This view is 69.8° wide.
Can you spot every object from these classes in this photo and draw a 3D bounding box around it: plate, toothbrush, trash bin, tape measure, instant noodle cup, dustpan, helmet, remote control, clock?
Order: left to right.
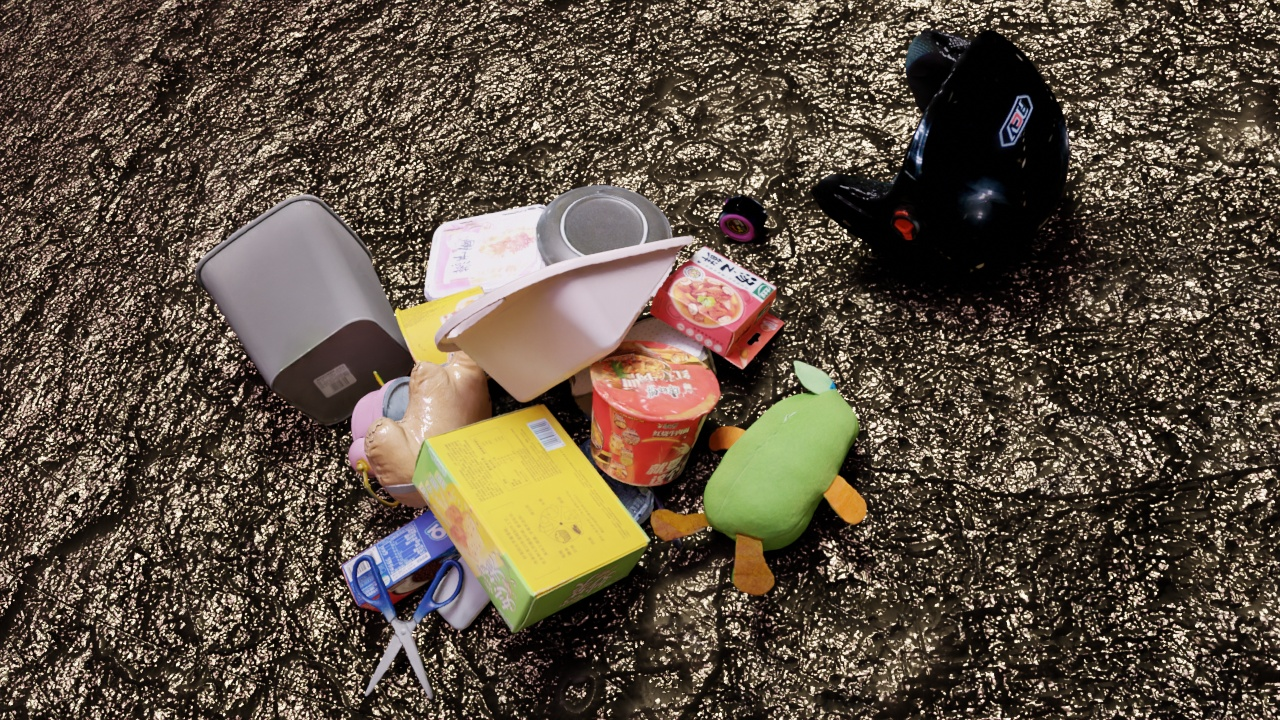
[{"bbox_3d":[-0.427,-0.055,1.202,0.198,0.199,0.219,-35,61,-2],"label":"trash bin"},{"bbox_3d":[-0.293,0.098,1.096,0.060,0.117,0.158,-16,52,22],"label":"clock"},{"bbox_3d":[-0.225,-0.023,1.141,0.109,0.138,0.138,-25,54,-8],"label":"instant noodle cup"},{"bbox_3d":[-0.171,0.228,0.996,0.056,0.020,0.136,42,98,14],"label":"remote control"},{"bbox_3d":[-0.195,-0.129,1.236,0.174,0.060,0.137,-9,57,16],"label":"instant noodle cup"},{"bbox_3d":[-0.093,-0.073,1.004,0.223,0.139,0.272,-32,20,36],"label":"dustpan"},{"bbox_3d":[-0.047,-0.166,1.189,0.179,0.024,0.179,2,58,-3],"label":"plate"},{"bbox_3d":[0.006,0.133,1.029,0.014,0.016,0.189,-36,56,10],"label":"toothbrush"},{"bbox_3d":[0.008,0.062,0.988,0.138,0.109,0.137,8,35,-6],"label":"instant noodle cup"},{"bbox_3d":[0.129,-0.179,1.149,0.058,0.057,0.039,-28,33,58],"label":"tape measure"},{"bbox_3d":[0.335,-0.213,0.972,0.230,0.275,0.233,32,82,5],"label":"helmet"}]

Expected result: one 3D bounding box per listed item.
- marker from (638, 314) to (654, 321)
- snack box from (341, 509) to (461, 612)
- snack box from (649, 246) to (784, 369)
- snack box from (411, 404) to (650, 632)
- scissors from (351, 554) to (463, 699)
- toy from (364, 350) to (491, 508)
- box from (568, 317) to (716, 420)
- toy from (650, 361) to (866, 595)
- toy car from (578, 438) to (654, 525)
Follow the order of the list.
[{"bbox_3d":[0.016,-0.049,1.134,0.132,0.020,0.022,-29,25,2],"label":"marker"},{"bbox_3d":[-0.230,0.203,1.036,0.207,0.058,0.057,-33,65,-2],"label":"snack box"},{"bbox_3d":[0.094,-0.063,1.049,0.127,0.044,0.113,31,44,15],"label":"snack box"},{"bbox_3d":[-0.116,0.155,0.953,0.157,0.070,0.210,-17,55,-41],"label":"snack box"},{"bbox_3d":[-0.254,0.277,0.985,0.162,0.012,0.176,43,88,6],"label":"scissors"},{"bbox_3d":[-0.222,0.062,1.052,0.083,0.143,0.225,10,52,28],"label":"toy"},{"bbox_3d":[-0.006,0.006,1.084,0.184,0.059,0.089,-16,54,12],"label":"box"},{"bbox_3d":[0.138,0.119,0.941,0.246,0.090,0.227,-46,42,-16],"label":"toy"},{"bbox_3d":[-0.032,0.137,1.020,0.120,0.036,0.054,39,91,34],"label":"toy car"}]
